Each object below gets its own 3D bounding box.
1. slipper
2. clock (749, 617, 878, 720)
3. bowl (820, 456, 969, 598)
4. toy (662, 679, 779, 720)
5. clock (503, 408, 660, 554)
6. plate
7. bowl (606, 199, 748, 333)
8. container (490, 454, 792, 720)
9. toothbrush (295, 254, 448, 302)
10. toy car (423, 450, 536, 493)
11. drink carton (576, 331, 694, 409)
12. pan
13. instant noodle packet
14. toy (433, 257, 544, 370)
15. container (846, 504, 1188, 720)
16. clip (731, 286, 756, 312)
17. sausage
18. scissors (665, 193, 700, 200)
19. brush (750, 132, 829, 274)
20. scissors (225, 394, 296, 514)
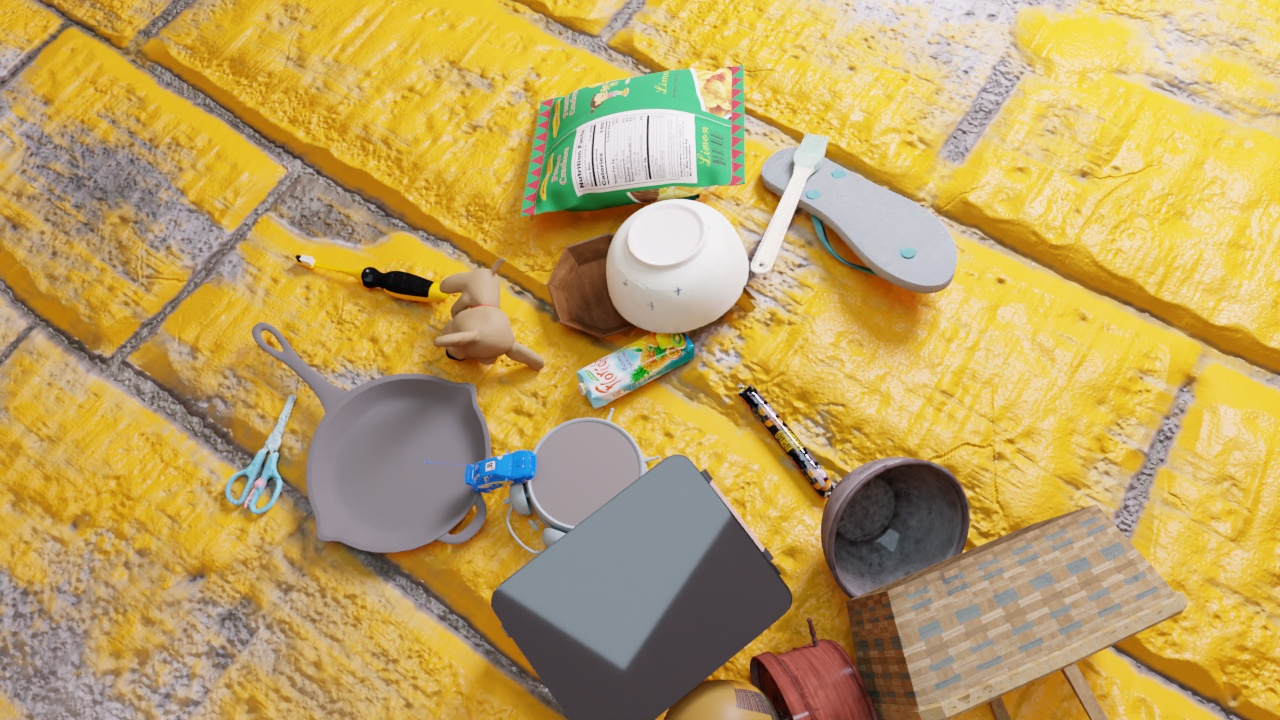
[{"bbox_3d":[0.246,-0.156,1.026,0.098,0.055,0.269,-35,57,-14],"label":"slipper"},{"bbox_3d":[0.157,0.313,0.784,0.072,0.121,0.157,-18,58,-12],"label":"clock"},{"bbox_3d":[0.226,0.150,0.857,0.144,0.067,0.145,-4,105,-17],"label":"bowl"},{"bbox_3d":[0.052,0.366,0.753,0.198,0.163,0.203,23,69,-28],"label":"toy"},{"bbox_3d":[-0.063,0.127,0.921,0.159,0.045,0.122,-40,68,-14],"label":"clock"},{"bbox_3d":[-0.037,-0.079,1.020,0.131,0.025,0.131,-2,66,4],"label":"plate"},{"bbox_3d":[0.033,-0.110,0.960,0.153,0.073,0.153,-6,59,10],"label":"bowl"},{"bbox_3d":[0.000,0.208,0.813,0.241,0.130,0.163,-37,82,-7],"label":"container"},{"bbox_3d":[-0.309,-0.095,1.048,0.197,0.031,0.031,14,64,15],"label":"toothbrush"},{"bbox_3d":[-0.156,0.102,0.898,0.092,0.062,0.033,-18,54,22],"label":"toy car"},{"bbox_3d":[-0.006,0.006,0.973,0.129,0.039,0.044,-27,67,-8],"label":"drink carton"},{"bbox_3d":[-0.296,0.070,0.975,0.354,0.024,0.216,38,74,18],"label":"pan"},{"bbox_3d":[-0.006,-0.254,1.050,0.253,0.090,0.195,-6,55,14],"label":"instant noodle packet"},{"bbox_3d":[-0.173,-0.045,0.983,0.106,0.134,0.108,-29,59,38],"label":"toy"},{"bbox_3d":[0.315,0.250,0.766,0.249,0.158,0.186,-18,74,-12],"label":"container"},{"bbox_3d":[0.096,-0.074,1.003,0.047,0.053,0.039,-11,61,32],"label":"clip"},{"bbox_3d":[0.149,0.080,0.939,0.020,0.020,0.155,-33,68,-10],"label":"sausage"},{"bbox_3d":[0.039,-0.177,1.044,0.137,0.130,0.019,-45,111,-48],"label":"scissors"},{"bbox_3d":[0.165,-0.177,1.017,0.033,0.012,0.217,14,58,21],"label":"brush"},{"bbox_3d":[-0.399,0.096,0.982,0.063,0.015,0.138,7,61,11],"label":"scissors"}]
